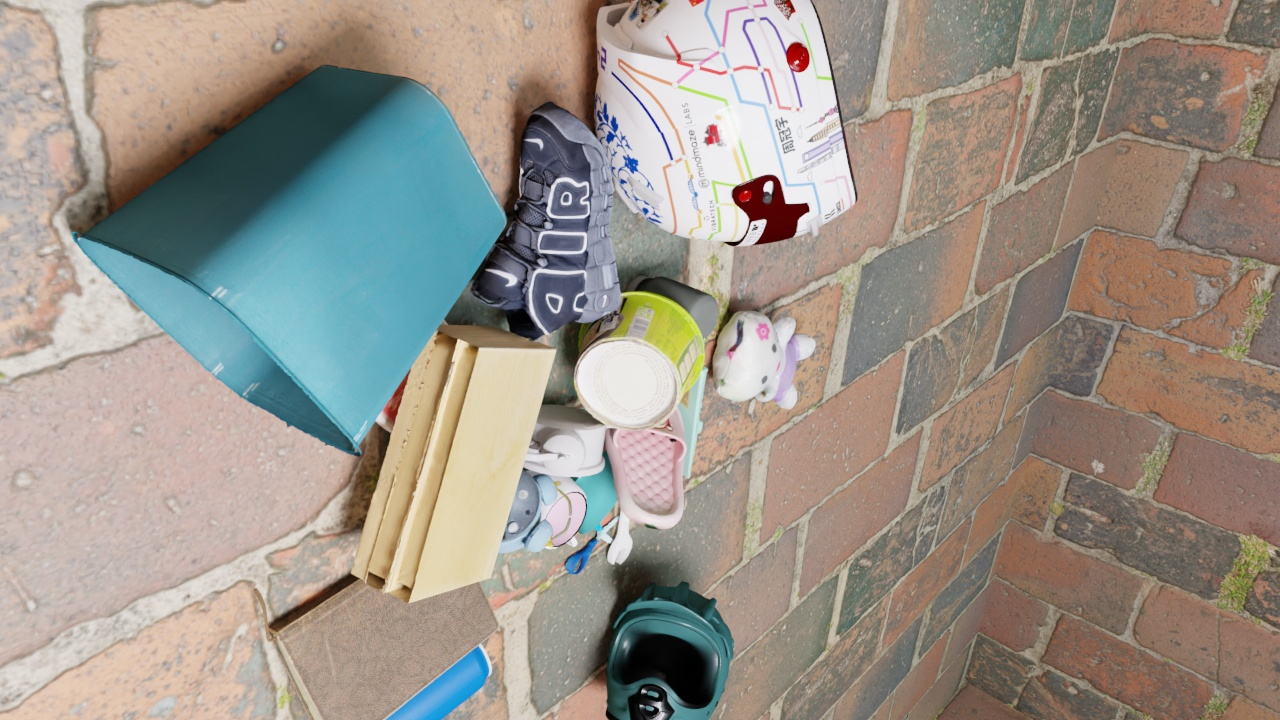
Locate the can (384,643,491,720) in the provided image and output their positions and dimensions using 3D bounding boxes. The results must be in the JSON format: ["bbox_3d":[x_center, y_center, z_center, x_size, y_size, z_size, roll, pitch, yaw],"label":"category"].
[{"bbox_3d":[-0.244,0.365,1.017,0.145,0.079,0.079,-31,132,-38],"label":"can"}]

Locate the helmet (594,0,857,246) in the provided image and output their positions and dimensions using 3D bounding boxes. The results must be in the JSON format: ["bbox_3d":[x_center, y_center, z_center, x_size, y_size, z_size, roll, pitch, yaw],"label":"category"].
[{"bbox_3d":[0.075,-0.235,0.930,0.236,0.230,0.315,-25,133,1],"label":"helmet"}]

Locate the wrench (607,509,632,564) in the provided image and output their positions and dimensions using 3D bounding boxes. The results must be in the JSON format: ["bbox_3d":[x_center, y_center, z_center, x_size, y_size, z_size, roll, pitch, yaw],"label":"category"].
[{"bbox_3d":[-0.014,0.163,1.225,0.047,0.009,0.274,-27,133,-49],"label":"wrench"}]

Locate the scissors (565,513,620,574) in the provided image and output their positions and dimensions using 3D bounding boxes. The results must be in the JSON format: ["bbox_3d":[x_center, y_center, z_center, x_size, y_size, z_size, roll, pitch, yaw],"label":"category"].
[{"bbox_3d":[-0.060,0.239,1.231,0.127,0.014,0.127,-60,150,-11],"label":"scissors"}]

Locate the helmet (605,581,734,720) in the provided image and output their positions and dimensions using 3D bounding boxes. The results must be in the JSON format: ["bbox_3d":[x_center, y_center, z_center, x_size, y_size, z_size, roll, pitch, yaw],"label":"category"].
[{"bbox_3d":[0.040,0.410,1.289,0.275,0.176,0.200,65,38,-74],"label":"helmet"}]

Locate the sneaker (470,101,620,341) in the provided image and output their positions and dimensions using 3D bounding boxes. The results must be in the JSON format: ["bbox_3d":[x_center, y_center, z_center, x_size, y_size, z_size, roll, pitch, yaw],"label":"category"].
[{"bbox_3d":[-0.107,-0.118,0.893,0.150,0.097,0.253,-37,141,-29],"label":"sneaker"}]

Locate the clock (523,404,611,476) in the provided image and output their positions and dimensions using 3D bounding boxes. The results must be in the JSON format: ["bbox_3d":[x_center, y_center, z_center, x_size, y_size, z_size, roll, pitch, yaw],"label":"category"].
[{"bbox_3d":[-0.100,0.092,1.008,0.159,0.120,0.061,-12,114,-60],"label":"clock"}]

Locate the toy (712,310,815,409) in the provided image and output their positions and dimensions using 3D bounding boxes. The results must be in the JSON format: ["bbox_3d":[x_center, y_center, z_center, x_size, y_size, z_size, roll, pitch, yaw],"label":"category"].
[{"bbox_3d":[0.173,-0.005,1.316,0.209,0.086,0.138,13,97,-55],"label":"toy"}]

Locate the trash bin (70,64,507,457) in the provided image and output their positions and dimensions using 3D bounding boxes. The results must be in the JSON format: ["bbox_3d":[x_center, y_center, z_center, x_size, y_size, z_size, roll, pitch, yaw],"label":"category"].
[{"bbox_3d":[-0.236,-0.086,0.678,0.218,0.197,0.199,-54,144,-24],"label":"trash bin"}]

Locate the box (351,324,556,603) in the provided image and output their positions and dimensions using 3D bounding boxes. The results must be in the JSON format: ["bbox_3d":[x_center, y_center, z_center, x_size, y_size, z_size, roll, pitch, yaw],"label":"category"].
[{"bbox_3d":[-0.172,0.094,0.871,0.128,0.092,0.249,-7,115,-70],"label":"box"}]

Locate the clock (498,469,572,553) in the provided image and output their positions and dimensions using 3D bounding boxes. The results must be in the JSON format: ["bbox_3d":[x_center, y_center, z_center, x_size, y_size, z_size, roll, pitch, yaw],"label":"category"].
[{"bbox_3d":[-0.136,0.162,0.986,0.052,0.124,0.088,90,2,-58],"label":"clock"}]

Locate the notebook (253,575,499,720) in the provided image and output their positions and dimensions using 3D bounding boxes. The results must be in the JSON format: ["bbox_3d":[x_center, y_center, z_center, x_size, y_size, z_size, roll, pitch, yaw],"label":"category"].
[{"bbox_3d":[-0.265,0.261,0.941,0.214,0.035,0.190,-32,110,-37],"label":"notebook"}]

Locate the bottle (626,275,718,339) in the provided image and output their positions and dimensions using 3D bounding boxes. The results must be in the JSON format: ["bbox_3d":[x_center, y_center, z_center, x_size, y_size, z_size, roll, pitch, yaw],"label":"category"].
[{"bbox_3d":[0.036,-0.065,1.085,0.060,0.108,0.060,-29,131,-39],"label":"bottle"}]

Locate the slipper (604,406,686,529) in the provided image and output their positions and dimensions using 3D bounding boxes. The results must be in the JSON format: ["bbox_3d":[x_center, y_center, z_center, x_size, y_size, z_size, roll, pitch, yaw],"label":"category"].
[{"bbox_3d":[0.011,0.100,1.085,0.106,0.221,0.056,13,136,-20],"label":"slipper"}]

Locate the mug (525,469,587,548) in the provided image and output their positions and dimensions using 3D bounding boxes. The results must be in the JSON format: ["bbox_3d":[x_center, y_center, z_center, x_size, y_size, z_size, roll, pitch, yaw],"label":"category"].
[{"bbox_3d":[-0.109,0.179,1.077,0.090,0.076,0.124,-48,141,-22],"label":"mug"}]

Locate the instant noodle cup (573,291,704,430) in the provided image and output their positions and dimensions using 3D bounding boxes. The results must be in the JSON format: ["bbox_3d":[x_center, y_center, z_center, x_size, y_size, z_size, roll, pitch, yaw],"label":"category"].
[{"bbox_3d":[-0.006,0.006,1.017,0.097,0.146,0.146,-70,163,-58],"label":"instant noodle cup"}]

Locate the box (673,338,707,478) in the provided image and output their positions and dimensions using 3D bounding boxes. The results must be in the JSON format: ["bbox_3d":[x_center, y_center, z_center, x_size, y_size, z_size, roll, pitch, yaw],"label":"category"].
[{"bbox_3d":[0.065,0.047,1.190,0.078,0.112,0.188,-16,132,-23],"label":"box"}]

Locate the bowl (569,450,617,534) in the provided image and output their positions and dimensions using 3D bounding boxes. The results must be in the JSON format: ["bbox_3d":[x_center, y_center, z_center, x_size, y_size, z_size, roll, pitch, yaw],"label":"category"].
[{"bbox_3d":[-0.060,0.148,1.124,0.046,0.121,0.121,35,80,-14],"label":"bowl"}]

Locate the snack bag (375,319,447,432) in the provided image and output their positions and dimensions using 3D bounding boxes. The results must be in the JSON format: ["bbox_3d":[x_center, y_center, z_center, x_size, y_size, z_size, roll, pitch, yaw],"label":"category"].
[{"bbox_3d":[-0.223,0.005,0.866,0.115,0.036,0.077,-52,143,-17],"label":"snack bag"}]
